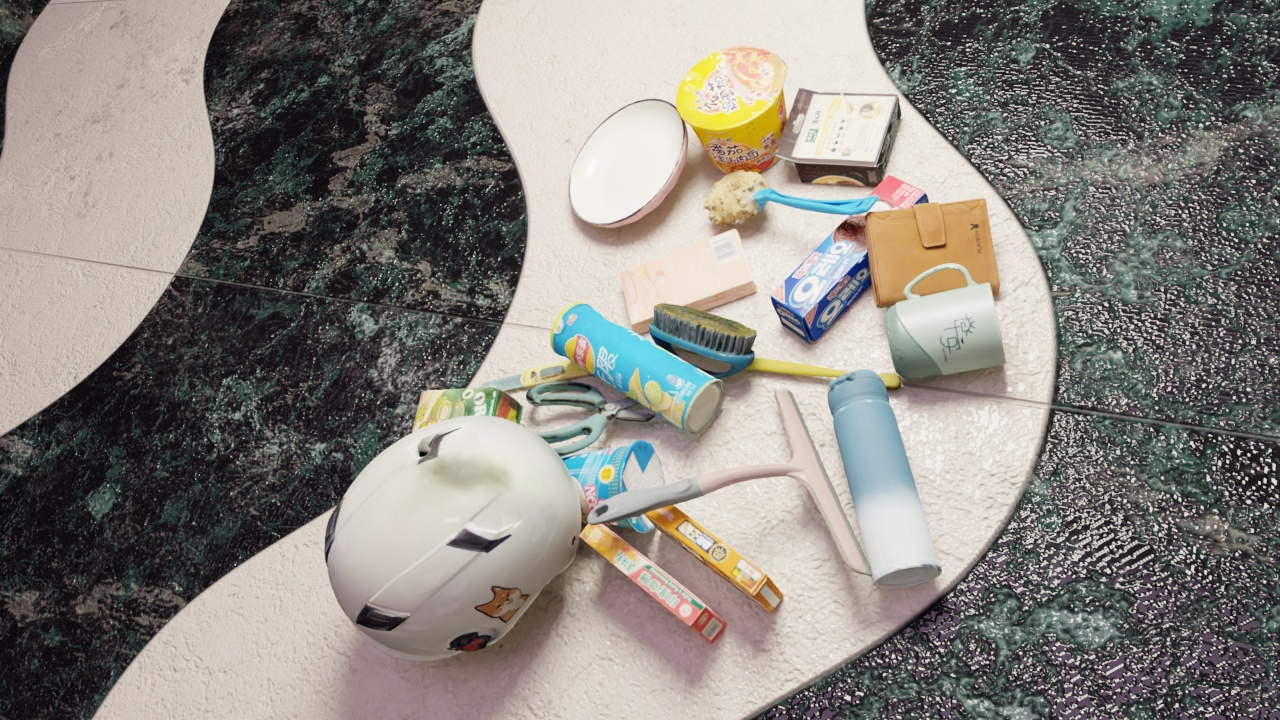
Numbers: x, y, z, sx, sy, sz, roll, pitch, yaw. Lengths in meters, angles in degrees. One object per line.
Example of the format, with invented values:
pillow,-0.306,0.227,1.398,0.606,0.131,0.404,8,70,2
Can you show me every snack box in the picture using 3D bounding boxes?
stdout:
snack box,-0.217,0.151,1.052,0.115,0.063,0.239,-5,65,28
snack box,0.246,-0.278,1.134,0.126,0.053,0.113,10,66,28
snack box,0.240,-0.115,1.040,0.207,0.057,0.058,-45,52,-6
snack box,0.012,0.221,0.926,0.156,0.077,0.027,32,77,34
snack box,0.057,-0.096,1.124,0.157,0.026,0.084,-20,56,12
snack box,0.070,0.191,0.920,0.154,0.075,0.026,32,77,34

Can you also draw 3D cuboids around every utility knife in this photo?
utility knife,-0.107,0.017,1.138,0.213,0.022,0.030,-15,55,19

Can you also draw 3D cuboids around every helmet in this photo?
helmet,-0.199,0.164,0.907,0.274,0.157,0.230,-32,67,-7

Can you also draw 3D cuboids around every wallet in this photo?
wallet,0.312,-0.115,0.986,0.132,0.031,0.107,-6,84,-1

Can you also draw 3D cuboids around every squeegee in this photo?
squeegee,0.069,0.126,0.905,0.249,0.040,0.247,-11,44,-5

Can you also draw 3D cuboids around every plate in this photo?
plate,-0.011,-0.257,1.221,0.193,0.039,0.192,-19,57,31

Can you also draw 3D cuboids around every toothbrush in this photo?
toothbrush,0.192,0.014,1.011,0.190,0.016,0.015,8,66,28

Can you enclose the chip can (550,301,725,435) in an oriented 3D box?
chip can,-0.006,0.006,1.052,0.210,0.071,0.071,30,76,30

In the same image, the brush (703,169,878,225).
brush,0.170,-0.187,1.078,0.255,0.046,0.083,16,57,49

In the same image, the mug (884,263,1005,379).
mug,0.308,-0.041,0.940,0.106,0.082,0.112,-11,94,21

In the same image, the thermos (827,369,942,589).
thermos,0.235,0.110,0.903,0.070,0.070,0.220,-16,57,14

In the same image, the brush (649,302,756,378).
brush,0.068,-0.018,1.050,0.144,0.055,0.073,22,113,38

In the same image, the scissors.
scissors,-0.077,0.057,1.069,0.170,0.019,0.181,-22,32,-24

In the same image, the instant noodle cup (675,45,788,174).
instant noodle cup,0.127,-0.310,1.169,0.138,0.110,0.137,-11,58,17

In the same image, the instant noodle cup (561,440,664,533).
instant noodle cup,-0.043,0.138,0.995,0.110,0.099,0.099,-7,59,28
